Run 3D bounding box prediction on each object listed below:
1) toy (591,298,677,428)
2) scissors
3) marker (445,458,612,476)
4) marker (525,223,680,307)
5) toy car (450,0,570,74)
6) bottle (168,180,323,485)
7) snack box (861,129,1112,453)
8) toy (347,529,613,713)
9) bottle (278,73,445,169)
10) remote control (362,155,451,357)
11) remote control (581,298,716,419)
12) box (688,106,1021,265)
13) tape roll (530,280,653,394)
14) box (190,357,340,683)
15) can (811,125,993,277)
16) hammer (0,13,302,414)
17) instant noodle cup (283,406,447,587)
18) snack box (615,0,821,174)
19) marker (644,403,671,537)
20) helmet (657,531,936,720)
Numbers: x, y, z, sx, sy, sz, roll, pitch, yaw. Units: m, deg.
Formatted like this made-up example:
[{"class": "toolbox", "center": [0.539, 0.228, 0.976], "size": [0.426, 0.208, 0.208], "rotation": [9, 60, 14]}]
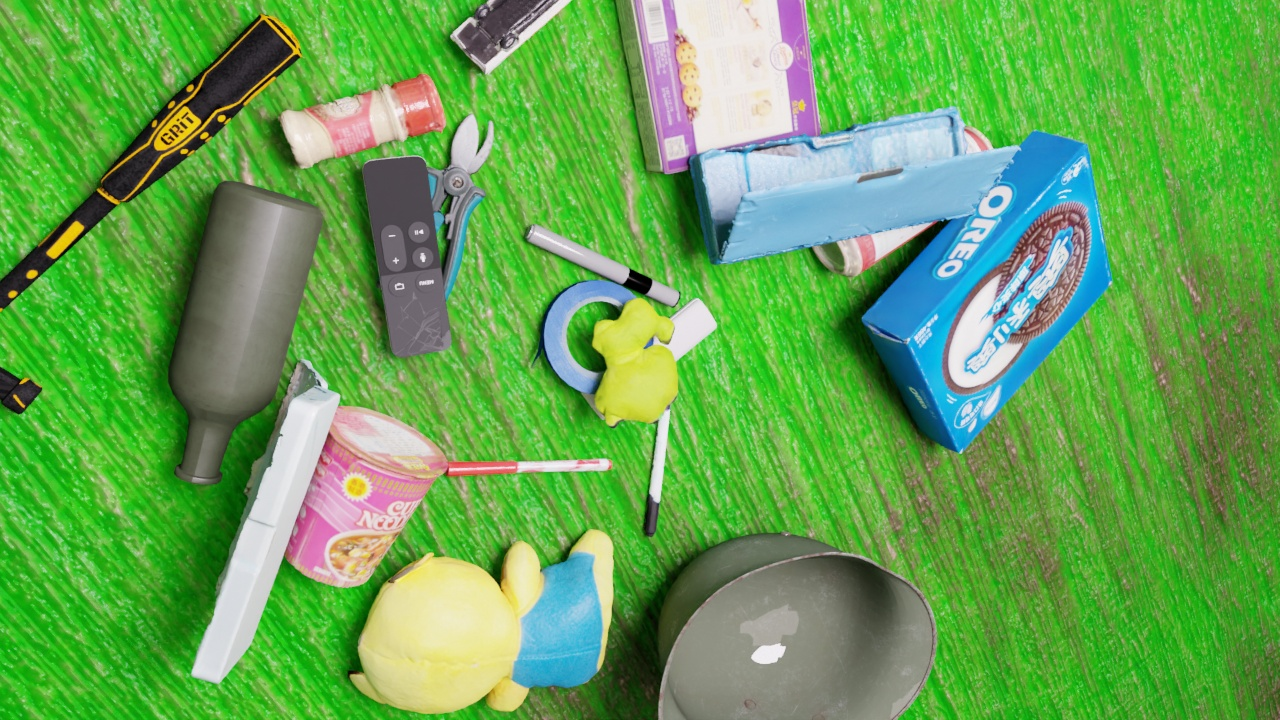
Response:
[{"class": "toy", "center": [-0.004, 0.004, 0.734], "size": [0.094, 0.036, 0.093], "rotation": [-38, 98, -12]}, {"class": "scissors", "center": [-0.152, -0.107, 0.691], "size": [0.153, 0.019, 0.128], "rotation": [-27, 112, -12]}, {"class": "marker", "center": [-0.091, 0.089, 0.766], "size": [0.142, 0.013, 0.013], "rotation": [1, 102, -22]}, {"class": "marker", "center": [-0.029, -0.076, 0.748], "size": [0.140, 0.016, 0.016], "rotation": [23, 94, -24]}, {"class": "toy car", "center": [-0.084, -0.256, 0.670], "size": [0.113, 0.039, 0.039], "rotation": [-43, 88, -8]}, {"class": "bottle", "center": [-0.280, -0.016, 0.634], "size": [0.071, 0.071, 0.207], "rotation": [15, 97, -24]}, {"class": "snack box", "center": [0.323, -0.055, 0.836], "size": [0.238, 0.056, 0.195], "rotation": [-47, 134, -6]}, {"class": "toy", "center": [-0.122, 0.219, 0.748], "size": [0.213, 0.084, 0.149], "rotation": [3, 100, -25]}, {"class": "bottle", "center": [-0.195, -0.168, 0.646], "size": [0.109, 0.044, 0.044], "rotation": [-20, 109, -15]}, {"class": "remote control", "center": [-0.171, -0.075, 0.676], "size": [0.045, 0.008, 0.147], "rotation": [-10, 109, -18]}, {"class": "remote control", "center": [0.009, -0.001, 0.783], "size": [0.130, 0.012, 0.033], "rotation": [-39, 113, -8]}, {"class": "box", "center": [0.166, -0.139, 0.701], "size": [0.231, 0.102, 0.094], "rotation": [-12, 95, -13]}, {"class": "tape roll", "center": [-0.035, -0.019, 0.751], "size": [0.093, 0.016, 0.091], "rotation": [20, 91, -16]}, {"class": "box", "center": [-0.258, 0.105, 0.636], "size": [0.049, 0.136, 0.197], "rotation": [20, 95, -24]}, {"class": "can", "center": [0.229, -0.141, 0.805], "size": [0.170, 0.067, 0.067], "rotation": [-33, 112, -11]}, {"class": "hammer", "center": [-0.352, -0.113, 0.605], "size": [0.320, 0.036, 0.123], "rotation": [-45, 113, -3]}, {"class": "instant noodle cup", "center": [-0.211, 0.105, 0.683], "size": [0.097, 0.097, 0.109], "rotation": [24, 100, -25]}, {"class": "snack box", "center": [0.065, -0.234, 0.732], "size": [0.147, 0.040, 0.143], "rotation": [-16, 108, -17]}, {"class": "marker", "center": [0.016, 0.083, 0.808], "size": [0.011, 0.011, 0.152], "rotation": [2, 102, -22]}, {"class": "helmet", "center": [0.121, 0.242, 0.808], "size": [0.267, 0.154, 0.227], "rotation": [6, 102, -18]}]
